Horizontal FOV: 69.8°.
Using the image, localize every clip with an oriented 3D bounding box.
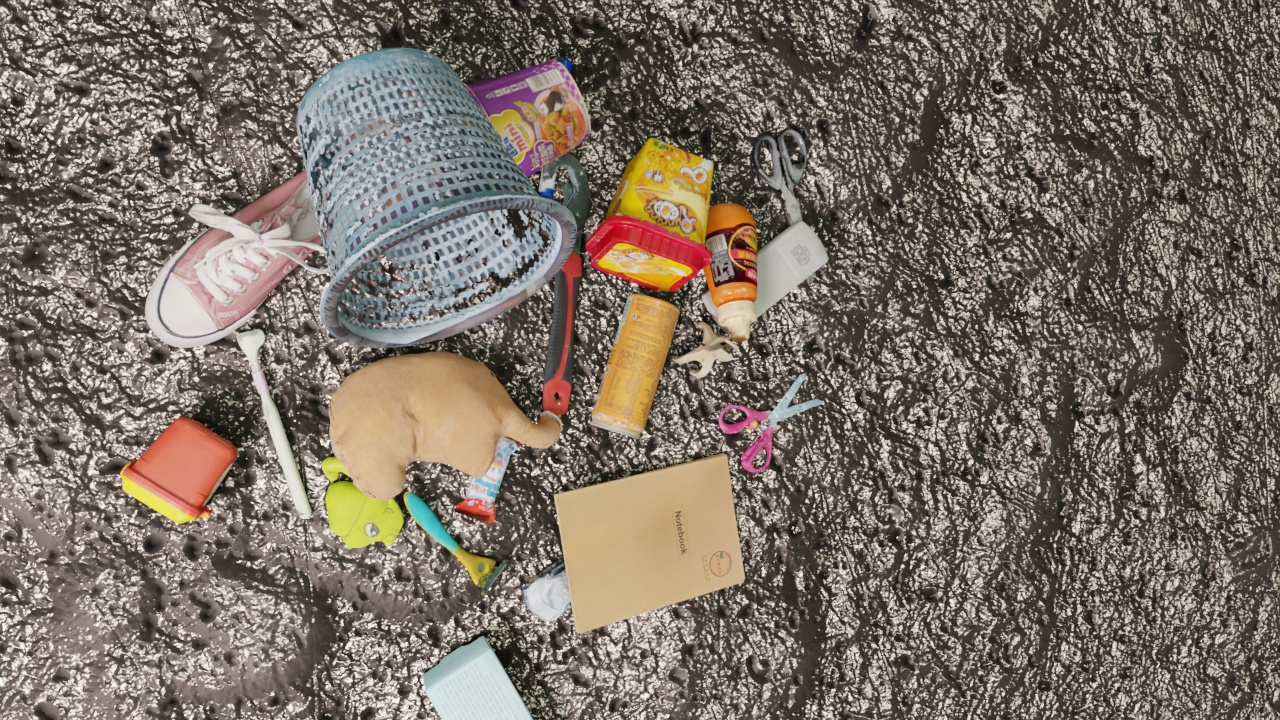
[{"bbox_3d":[0.078,-0.021,0.980,0.035,0.102,0.094,37,55,-12],"label":"clip"}]

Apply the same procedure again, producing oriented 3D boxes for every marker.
[{"bbox_3d":[-0.089,-0.243,0.962,0.017,0.017,0.145,9,88,-17],"label":"marker"}]

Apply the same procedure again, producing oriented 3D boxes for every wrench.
[{"bbox_3d":[-0.080,-0.079,0.960,0.056,0.016,0.273,1,93,-39],"label":"wrench"}]

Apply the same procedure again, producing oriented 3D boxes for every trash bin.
[{"bbox_3d":[-0.195,-0.149,0.800,0.226,0.227,0.195,-21,73,-16],"label":"trash bin"}]

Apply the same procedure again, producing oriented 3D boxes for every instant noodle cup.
[{"bbox_3d":[-0.110,-0.238,0.904,0.099,0.112,0.111,-27,98,-12],"label":"instant noodle cup"},{"bbox_3d":[0.017,-0.151,0.951,0.116,0.116,0.123,19,74,-16],"label":"instant noodle cup"}]

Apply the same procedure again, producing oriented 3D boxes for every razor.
[{"bbox_3d":[-0.192,0.180,0.927,0.132,0.028,0.043,48,55,-15],"label":"razor"}]

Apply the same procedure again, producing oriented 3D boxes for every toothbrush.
[{"bbox_3d":[-0.350,0.063,0.885,0.029,0.020,0.189,-14,96,14],"label":"toothbrush"}]

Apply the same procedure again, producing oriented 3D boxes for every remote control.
[{"bbox_3d":[0.140,-0.093,1.026,0.150,0.021,0.058,-38,100,-9],"label":"remote control"}]

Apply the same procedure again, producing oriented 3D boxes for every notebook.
[{"bbox_3d":[0.015,0.192,0.982,0.207,0.008,0.148,-10,93,-26],"label":"notebook"}]

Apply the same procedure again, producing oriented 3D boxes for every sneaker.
[{"bbox_3d":[-0.353,-0.105,0.846,0.240,0.088,0.118,-42,102,-13],"label":"sneaker"}]

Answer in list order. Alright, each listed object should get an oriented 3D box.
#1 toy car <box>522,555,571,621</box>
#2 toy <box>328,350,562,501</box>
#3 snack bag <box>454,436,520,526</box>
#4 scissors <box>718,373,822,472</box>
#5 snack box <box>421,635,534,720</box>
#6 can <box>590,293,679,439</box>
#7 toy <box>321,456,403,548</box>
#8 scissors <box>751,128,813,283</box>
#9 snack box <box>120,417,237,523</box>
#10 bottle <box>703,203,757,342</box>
[{"bbox_3d":[-0.075,0.230,0.962,0.105,0.031,0.049,-36,99,-12],"label":"toy car"},{"bbox_3d":[-0.187,0.052,0.896,0.225,0.083,0.143,-11,74,-24],"label":"toy"},{"bbox_3d":[-0.155,0.115,0.940,0.045,0.026,0.105,18,82,-9],"label":"snack bag"},{"bbox_3d":[0.153,0.073,1.039,0.135,0.017,0.108,-15,93,-20],"label":"scissors"},{"bbox_3d":[-0.147,0.374,0.931,0.074,0.052,0.175,-30,100,-16],"label":"snack box"},{"bbox_3d":[-0.006,0.006,0.967,0.058,0.058,0.146,19,85,-16],"label":"can"},{"bbox_3d":[-0.274,0.134,0.902,0.096,0.031,0.100,26,79,-11],"label":"toy"},{"bbox_3d":[0.182,-0.178,1.045,0.175,0.014,0.132,42,81,-13],"label":"scissors"},{"bbox_3d":[-0.411,0.098,0.832,0.082,0.091,0.080,38,73,-14],"label":"snack box"},{"bbox_3d":[0.097,-0.091,0.974,0.066,0.067,0.149,0,70,-17],"label":"bottle"}]
